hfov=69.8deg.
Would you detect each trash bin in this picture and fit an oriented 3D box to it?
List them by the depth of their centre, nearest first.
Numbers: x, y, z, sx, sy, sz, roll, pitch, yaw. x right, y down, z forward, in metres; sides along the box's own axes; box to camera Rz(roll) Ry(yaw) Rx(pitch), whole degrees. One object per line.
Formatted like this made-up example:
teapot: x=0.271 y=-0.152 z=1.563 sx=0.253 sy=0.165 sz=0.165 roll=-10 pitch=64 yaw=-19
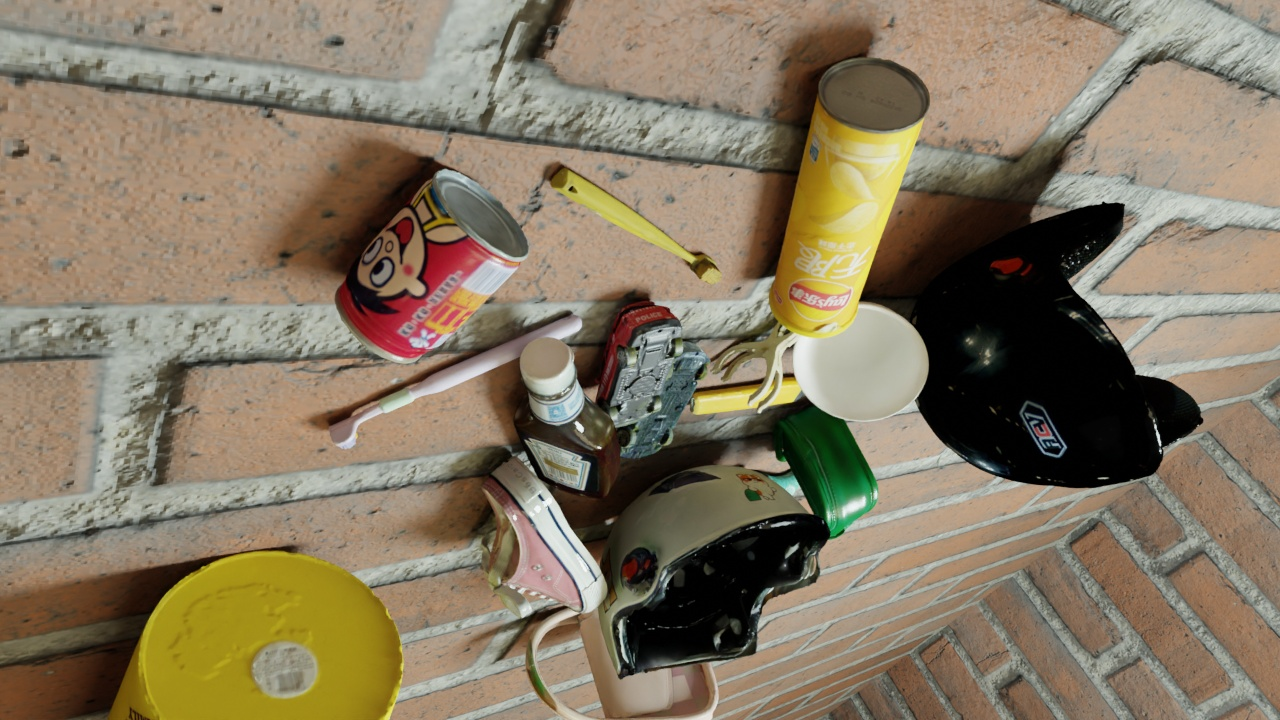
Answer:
trash bin: x=-0.313 y=0.301 z=0.727 sx=0.229 sy=0.229 sz=0.256 roll=-1 pitch=134 yaw=-41

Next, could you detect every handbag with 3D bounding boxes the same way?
handbag: x=0.190 y=0.122 z=0.982 sx=0.068 sy=0.131 sz=0.120 roll=-17 pitch=151 yaw=-15
handbag: x=-0.034 y=0.371 z=1.121 sx=0.233 sy=0.193 sz=0.094 roll=5 pitch=134 yaw=-32

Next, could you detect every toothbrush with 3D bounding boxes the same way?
toothbrush: x=0.005 y=-0.084 z=0.612 sx=0.016 sy=0.016 sz=0.190 roll=-44 pitch=148 yaw=17
toothbrush: x=-0.126 y=0.012 z=0.642 sx=0.189 sy=0.029 sz=0.021 roll=-26 pitch=113 yaw=-10

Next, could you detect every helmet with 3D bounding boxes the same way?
helmet: x=0.361 y=0.004 z=0.833 sx=0.231 sy=0.233 sz=0.274 roll=-25 pitch=-165 yaw=22
helmet: x=0.056 y=0.202 z=0.958 sx=0.229 sy=0.156 sz=0.275 roll=1 pitch=130 yaw=-34

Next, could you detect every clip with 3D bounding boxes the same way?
clip: x=0.115 y=0.005 z=0.802 sx=0.102 sy=0.095 sz=0.035 roll=-27 pitch=152 yaw=16

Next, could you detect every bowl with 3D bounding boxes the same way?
bowl: x=0.203 y=-0.011 z=0.842 sx=0.119 sy=0.118 sz=0.064 roll=-52 pitch=-176 yaw=33

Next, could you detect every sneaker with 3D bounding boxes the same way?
sneaker: x=-0.101 y=0.178 z=0.832 sx=0.087 sy=0.118 sz=0.241 roll=-39 pitch=145 yaw=-15

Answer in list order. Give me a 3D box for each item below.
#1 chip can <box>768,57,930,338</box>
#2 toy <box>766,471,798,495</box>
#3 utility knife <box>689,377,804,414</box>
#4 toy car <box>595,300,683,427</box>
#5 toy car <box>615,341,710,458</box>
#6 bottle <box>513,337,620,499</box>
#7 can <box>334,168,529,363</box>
chip can: x=0.140 y=-0.106 z=0.650 sx=0.072 sy=0.072 sz=0.214 roll=-22 pitch=148 yaw=-16
toy: x=0.152 y=0.162 z=1.103 sx=0.091 sy=0.030 sz=0.096 roll=20 pitch=104 yaw=-50
utility knife: x=0.106 y=0.032 z=0.885 sx=0.156 sy=0.015 sz=0.033 roll=-5 pitch=136 yaw=-36
toy car: x=-0.004 y=0.004 z=0.711 sx=0.052 sy=0.045 sz=0.121 roll=-11 pitch=140 yaw=-27
toy car: x=0.014 y=0.034 z=0.785 sx=0.054 sy=0.037 sz=0.121 roll=2 pitch=128 yaw=-44
bottle: x=-0.059 y=0.047 z=0.698 sx=0.195 sy=0.080 sz=0.044 roll=83 pitch=27 yaw=-60
can: x=-0.116 y=-0.050 z=0.506 sx=0.094 sy=0.066 sz=0.066 roll=-42 pitch=149 yaw=19
